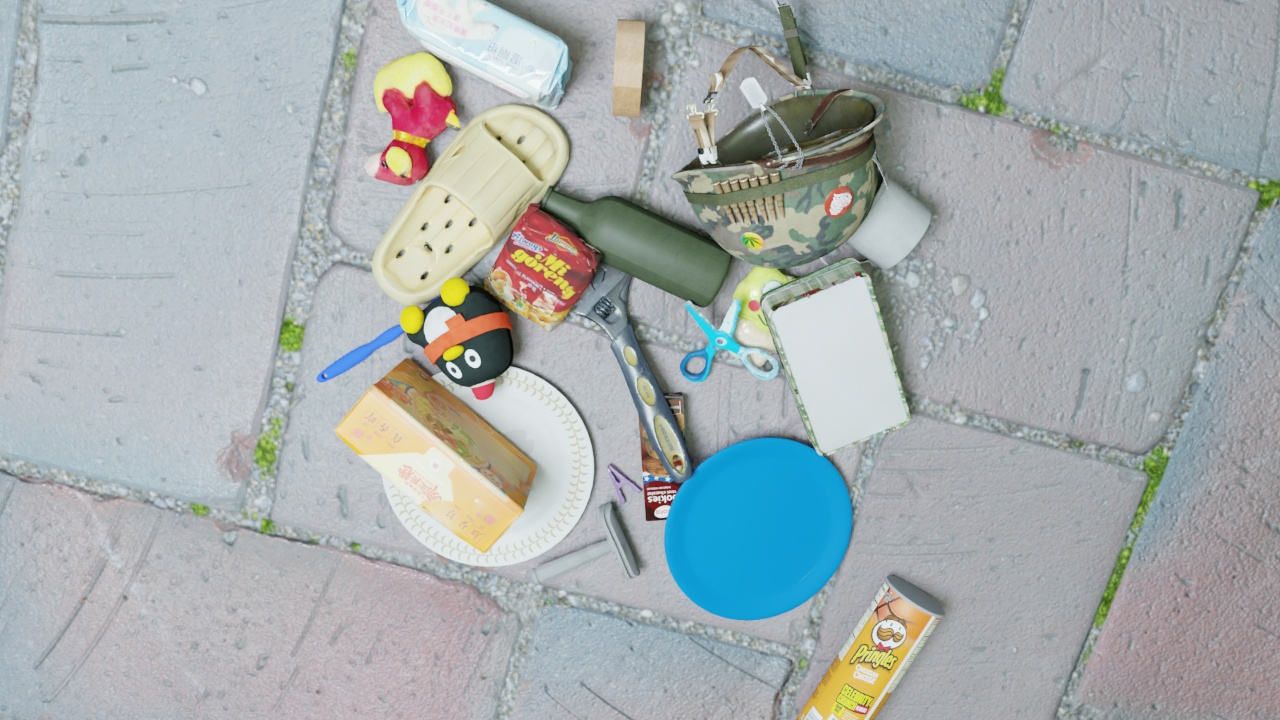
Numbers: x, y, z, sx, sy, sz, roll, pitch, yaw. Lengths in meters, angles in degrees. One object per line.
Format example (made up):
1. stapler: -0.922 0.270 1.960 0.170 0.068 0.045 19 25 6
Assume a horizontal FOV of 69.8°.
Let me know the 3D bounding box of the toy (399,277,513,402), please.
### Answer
1. toy: -0.181 -0.019 0.975 0.098 0.099 0.119 -29 84 20

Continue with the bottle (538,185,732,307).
1. bottle: -0.008 -0.128 0.974 0.207 0.071 0.071 24 100 -6

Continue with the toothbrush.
1. toothbrush: -0.286 -0.024 1.025 0.183 0.018 0.016 -30 101 8

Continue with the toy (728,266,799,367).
1. toy: 0.139 -0.047 1.008 0.092 0.046 0.115 22 109 -11

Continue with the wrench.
1. wrench: -0.006 0.006 1.004 0.073 0.022 0.273 -24 88 -5

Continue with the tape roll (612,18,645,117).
1. tape roll: -0.012 -0.295 0.929 0.027 0.094 0.094 3 102 -2

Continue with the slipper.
1. slipper: -0.189 -0.164 0.964 0.111 0.079 0.262 43 98 -5

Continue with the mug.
1. mug: 0.246 -0.136 0.973 0.070 0.084 0.113 34 107 -10

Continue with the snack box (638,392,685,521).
1. snack box: 0.026 0.110 1.045 0.051 0.031 0.141 -4 102 0

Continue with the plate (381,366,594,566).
1. plate: -0.174 0.121 1.053 0.242 0.016 0.242 0 102 -1

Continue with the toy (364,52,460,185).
1. toy: -0.234 -0.249 0.952 0.106 0.067 0.137 12 94 20

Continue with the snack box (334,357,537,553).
1. snack box: -0.212 0.100 0.964 0.195 0.145 0.081 41 98 -8

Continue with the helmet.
1. helmet: 0.133 -0.208 0.893 0.192 0.225 0.236 -43 105 -36

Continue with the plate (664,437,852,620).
1. plate: 0.134 0.193 1.057 0.224 0.024 0.224 -3 105 -11

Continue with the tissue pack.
1. tissue pack: -0.154 -0.316 0.914 0.182 0.112 0.070 25 99 -5

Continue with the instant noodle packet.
1. instant noodle packet: -0.106 -0.094 0.973 0.098 0.039 0.136 36 136 -4

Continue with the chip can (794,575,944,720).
1. chip can: 0.266 0.363 1.079 0.075 0.075 0.215 28 100 -6

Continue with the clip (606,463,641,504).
1. clip: -0.024 0.146 1.063 0.050 0.014 0.046 26 103 -9

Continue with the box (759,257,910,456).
1. box: 0.211 -0.001 0.990 0.118 0.050 0.205 -23 117 7

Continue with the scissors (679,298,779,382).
1. scissors: 0.083 -0.014 0.999 0.135 0.012 0.134 -26 122 35

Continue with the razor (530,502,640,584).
1. razor: -0.070 0.227 1.056 0.116 0.047 0.088 -23 101 -2
